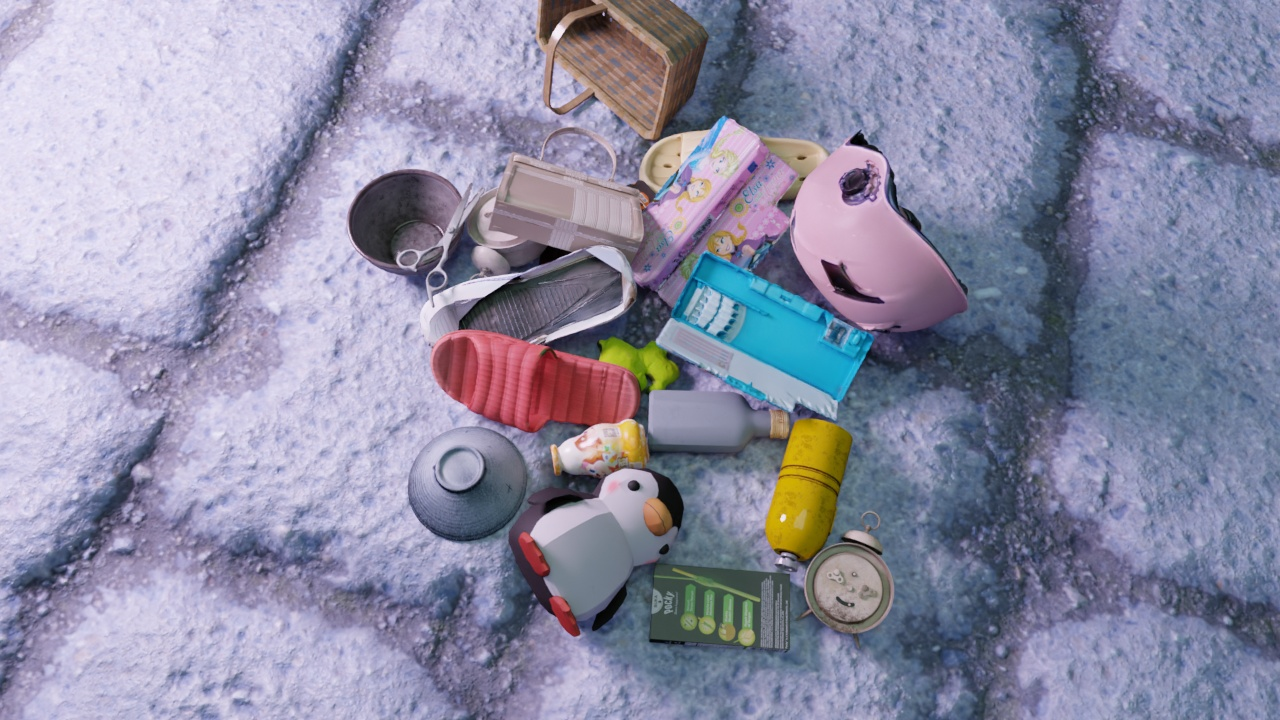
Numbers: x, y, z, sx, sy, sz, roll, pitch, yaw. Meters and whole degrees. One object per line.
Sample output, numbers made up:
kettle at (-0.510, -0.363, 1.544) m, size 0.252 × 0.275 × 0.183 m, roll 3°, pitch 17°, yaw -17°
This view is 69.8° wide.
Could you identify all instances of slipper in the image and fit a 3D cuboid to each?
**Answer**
slipper at (0.129, -0.267, 1.204) m, size 0.261 × 0.079 × 0.111 m, roll 1°, pitch 62°, yaw -1°
slipper at (-0.123, 0.031, 1.053) m, size 0.249 × 0.059 × 0.103 m, roll 13°, pitch 104°, yaw -2°
slipper at (-0.132, -0.061, 1.102) m, size 0.264 × 0.063 × 0.111 m, roll -20°, pitch 90°, yaw 8°

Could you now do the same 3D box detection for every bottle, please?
bottle at (-0.046, 0.104, 1.042) m, size 0.109 × 0.063 × 0.063 m, roll -9°, pitch 66°, yaw -4°
bottle at (0.184, 0.153, 1.019) m, size 0.071 × 0.071 × 0.163 m, roll 18°, pitch 67°, yaw 7°
bottle at (0.090, 0.072, 1.067) m, size 0.161 × 0.046 × 0.072 m, roll 1°, pitch 66°, yaw 0°

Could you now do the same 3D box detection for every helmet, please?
helmet at (0.268, -0.131, 1.069) m, size 0.153 × 0.230 × 0.255 m, roll -34°, pitch 47°, yaw 12°

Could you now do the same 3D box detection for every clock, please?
clock at (0.228, 0.230, 0.994) m, size 0.093 × 0.055 × 0.140 m, roll 23°, pitch 75°, yaw 8°
clock at (-0.171, -0.149, 1.154) m, size 0.103 × 0.061 × 0.156 m, roll 16°, pitch 63°, yaw 20°

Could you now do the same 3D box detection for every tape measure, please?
tape measure at (-0.005, -0.197, 1.192) m, size 0.058 × 0.038 × 0.058 m, roll -35°, pitch 78°, yaw -28°

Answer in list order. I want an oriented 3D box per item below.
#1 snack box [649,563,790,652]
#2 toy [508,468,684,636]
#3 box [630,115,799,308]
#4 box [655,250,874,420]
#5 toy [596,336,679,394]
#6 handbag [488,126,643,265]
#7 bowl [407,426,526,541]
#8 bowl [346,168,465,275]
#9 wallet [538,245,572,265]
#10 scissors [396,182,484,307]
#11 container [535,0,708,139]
snack box at (0.086, 0.267, 0.990) m, size 0.147 × 0.025 × 0.080 m, roll 4°, pitch 66°, yaw 1°
toy at (-0.042, 0.185, 0.988) m, size 0.183 × 0.140 × 0.159 m, roll -29°, pitch 102°, yaw -23°
box at (0.084, -0.171, 1.126) m, size 0.160 × 0.062 × 0.230 m, roll 41°, pitch 96°, yaw 16°
box at (0.141, -0.014, 1.076) m, size 0.227 × 0.085 × 0.169 m, roll 27°, pitch 61°, yaw 3°
toy at (-0.007, 0.006, 1.102) m, size 0.093 × 0.036 × 0.094 m, roll -26°, pitch 75°, yaw -17°
handbag at (-0.081, -0.223, 1.137) m, size 0.175 × 0.062 × 0.197 m, roll 15°, pitch 51°, yaw -11°
bowl at (-0.199, 0.129, 1.031) m, size 0.137 × 0.057 × 0.137 m, roll 0°, pitch 65°, yaw -1°
bowl at (-0.288, -0.162, 1.155) m, size 0.145 × 0.067 × 0.144 m, roll 0°, pitch 66°, yaw -1°
wallet at (-0.081, -0.146, 1.180) m, size 0.091 × 0.018 × 0.115 m, roll 5°, pitch 64°, yaw 2°
scissors at (-0.225, -0.140, 1.100) m, size 0.161 × 0.014 × 0.117 m, roll -38°, pitch 70°, yaw -13°
container at (-0.054, -0.416, 1.227) m, size 0.186 × 0.158 × 0.250 m, roll -37°, pitch 71°, yaw -28°
